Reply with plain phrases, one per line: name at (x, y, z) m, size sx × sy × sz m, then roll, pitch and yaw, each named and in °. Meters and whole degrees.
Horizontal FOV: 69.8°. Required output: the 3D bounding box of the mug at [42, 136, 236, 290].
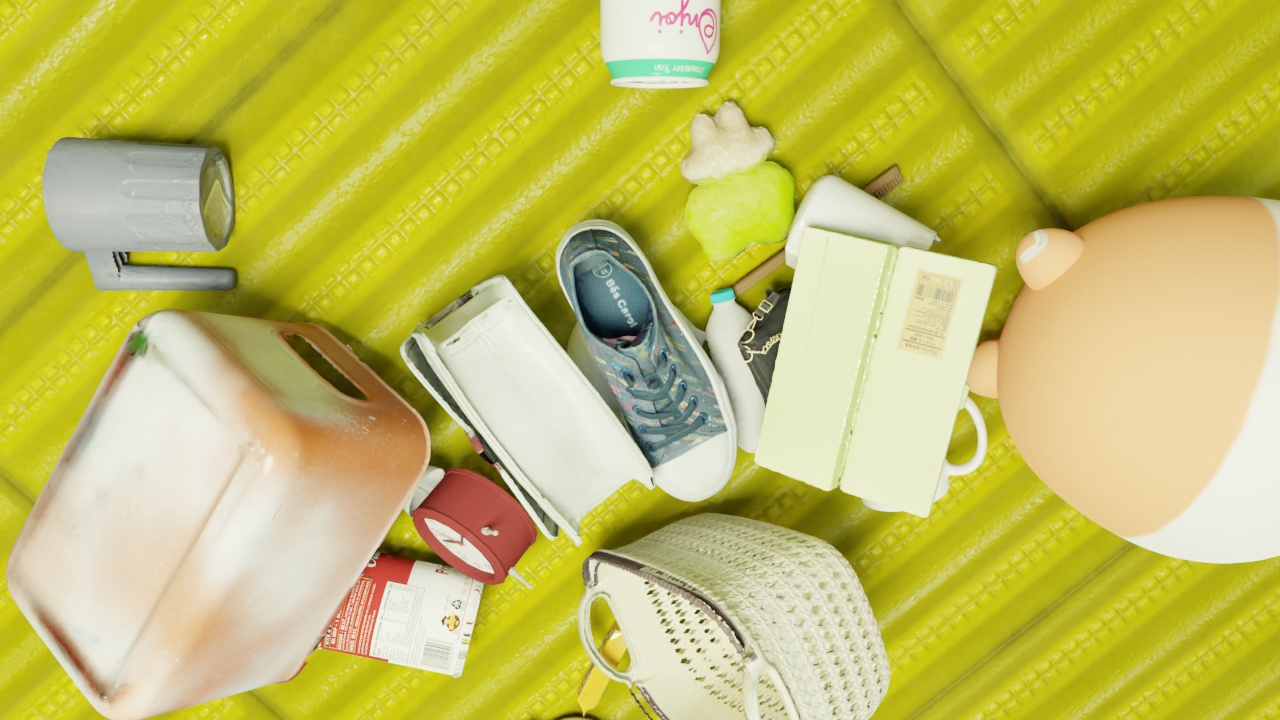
mug at (-0.369, -0.105, 0.692) m, size 0.104 × 0.083 × 0.124 m, roll 1°, pitch 127°, yaw -6°

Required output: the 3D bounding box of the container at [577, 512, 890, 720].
container at (0.068, 0.213, 0.708) m, size 0.143 × 0.252 × 0.185 m, roll -29°, pitch 103°, yaw -27°

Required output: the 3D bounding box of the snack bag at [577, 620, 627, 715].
snack bag at (-0.032, 0.272, 0.823) m, size 0.020 × 0.026 × 0.099 m, roll 27°, pitch 101°, yaw -3°

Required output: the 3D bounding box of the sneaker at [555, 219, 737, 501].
sneaker at (0.010, 0.005, 0.683) m, size 0.087 × 0.079 × 0.235 m, roll -26°, pitch 103°, yaw 2°

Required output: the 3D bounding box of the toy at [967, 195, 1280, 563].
toy at (0.398, 0.004, 0.680) m, size 0.281 × 0.264 × 0.263 m, roll 18°, pitch 134°, yaw 10°

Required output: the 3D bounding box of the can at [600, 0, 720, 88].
can at (0.015, -0.286, 0.665) m, size 0.088 × 0.088 × 0.166 m, roll 0°, pitch 103°, yaw -4°

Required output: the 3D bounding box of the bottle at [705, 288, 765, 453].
bottle at (0.084, 0.007, 0.760) m, size 0.044 × 0.044 × 0.136 m, roll -16°, pitch 103°, yaw 0°

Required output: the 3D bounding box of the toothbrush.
toothbrush at (0.145, -0.105, 0.754) m, size 0.167 × 0.016 × 0.016 m, roll -36°, pitch 102°, yaw 4°

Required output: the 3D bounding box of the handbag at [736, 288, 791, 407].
handbag at (0.117, 0.006, 0.732) m, size 0.079 × 0.054 × 0.128 m, roll -40°, pitch 119°, yaw -28°

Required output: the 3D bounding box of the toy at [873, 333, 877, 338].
toy at (0.179, -0.048, 0.753) m, size 0.105 × 0.053 × 0.108 m, roll 27°, pitch 94°, yaw 3°

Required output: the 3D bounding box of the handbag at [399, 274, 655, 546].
handbag at (-0.090, 0.038, 0.706) m, size 0.096 × 0.142 × 0.198 m, roll -39°, pitch 102°, yaw -12°

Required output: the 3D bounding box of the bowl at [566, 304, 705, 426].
bowl at (-0.004, 0.004, 0.750) m, size 0.114 × 0.050 × 0.115 m, roll -1°, pitch 103°, yaw -4°

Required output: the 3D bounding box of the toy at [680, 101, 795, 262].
toy at (0.073, -0.143, 0.726) m, size 0.092 × 0.043 × 0.118 m, roll -19°, pitch 101°, yaw 3°

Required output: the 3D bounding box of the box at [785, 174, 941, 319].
box at (0.185, -0.065, 0.692) m, size 0.165 × 0.084 × 0.094 m, roll 31°, pitch 82°, yaw 14°

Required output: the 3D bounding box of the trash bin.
trash bin at (-0.306, 0.105, 0.664) m, size 0.181 × 0.157 × 0.260 m, roll 38°, pitch 100°, yaw 22°

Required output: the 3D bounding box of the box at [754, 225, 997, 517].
box at (0.163, 0.008, 0.653) m, size 0.138 × 0.030 × 0.187 m, roll 19°, pitch 107°, yaw 25°

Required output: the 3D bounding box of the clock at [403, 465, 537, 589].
clock at (-0.142, 0.132, 0.741) m, size 0.048 × 0.138 × 0.096 m, roll -52°, pitch 136°, yaw -33°

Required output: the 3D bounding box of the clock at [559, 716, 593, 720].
clock at (-0.077, 0.361, 0.826) m, size 0.140 × 0.054 × 0.093 m, roll 24°, pitch 100°, yaw -16°

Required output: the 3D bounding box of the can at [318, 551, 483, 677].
can at (-0.197, 0.209, 0.765) m, size 0.116 × 0.086 × 0.087 m, roll 14°, pitch 101°, yaw -7°

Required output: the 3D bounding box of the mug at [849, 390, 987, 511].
mug at (0.229, 0.066, 0.761) m, size 0.111 × 0.073 × 0.090 m, roll -11°, pitch 105°, yaw 23°
